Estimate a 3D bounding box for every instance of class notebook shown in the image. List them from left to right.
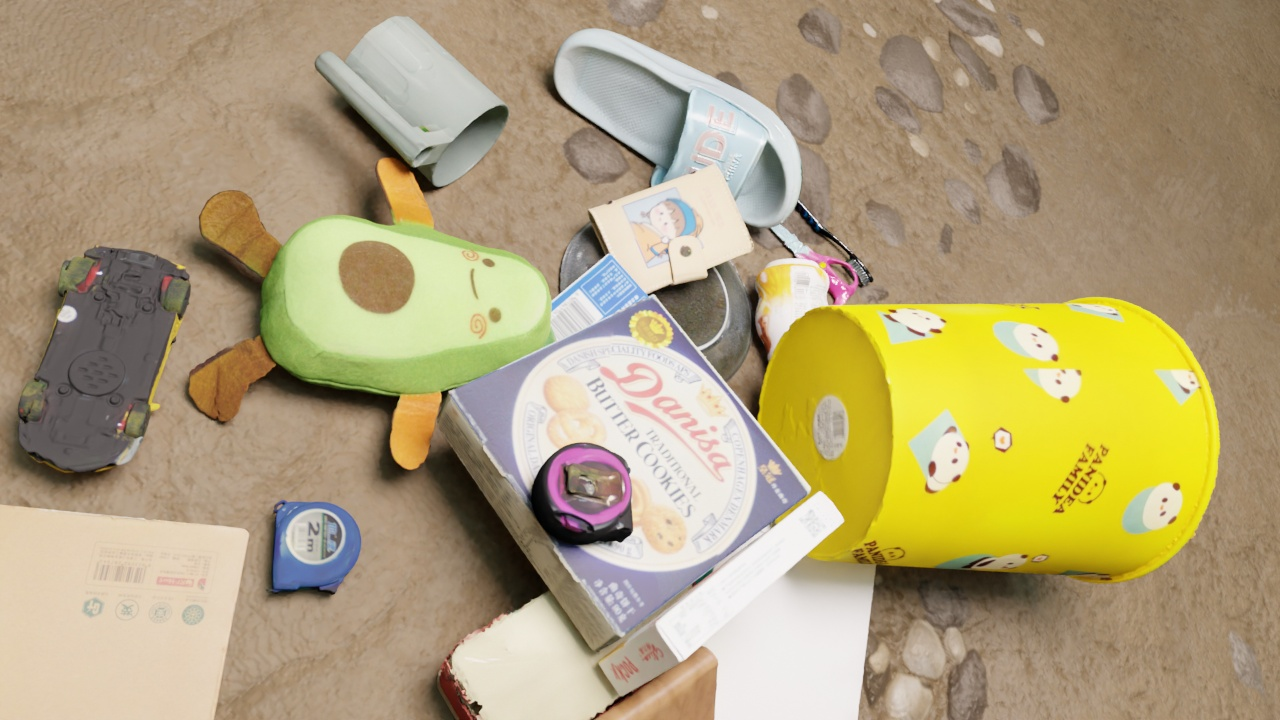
[{"bbox_3d":[-0.311,0.186,0.501,0.147,0.008,0.207,10,63,-20],"label":"notebook"},{"bbox_3d":[0.107,0.191,0.694,0.150,0.012,0.208,25,58,-11],"label":"notebook"}]

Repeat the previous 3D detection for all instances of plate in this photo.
[{"bbox_3d":[0.020,-0.054,0.761,0.179,0.024,0.179,10,63,-21],"label":"plate"}]

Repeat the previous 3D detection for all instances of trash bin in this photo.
[{"bbox_3d":[0.244,0.056,0.699,0.255,0.230,0.229,3,65,-20],"label":"trash bin"}]

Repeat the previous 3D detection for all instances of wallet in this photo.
[{"bbox_3d":[0.005,0.243,0.572,0.101,0.115,0.020,-25,39,-31],"label":"wallet"},{"bbox_3d":[0.026,-0.102,0.742,0.115,0.024,0.087,-21,79,-12],"label":"wallet"}]

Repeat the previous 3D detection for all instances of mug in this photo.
[{"bbox_3d":[-0.172,-0.194,0.689,0.103,0.084,0.123,44,25,2],"label":"mug"}]

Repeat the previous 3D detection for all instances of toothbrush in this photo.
[{"bbox_3d":[0.154,-0.142,0.874,0.016,0.014,0.189,-42,87,-10],"label":"toothbrush"}]

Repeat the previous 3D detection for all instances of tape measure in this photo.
[{"bbox_3d":[-0.204,0.117,0.574,0.054,0.025,0.058,5,69,-25],"label":"tape measure"},{"bbox_3d":[-0.033,0.076,0.531,0.057,0.039,0.057,8,58,-18],"label":"tape measure"}]

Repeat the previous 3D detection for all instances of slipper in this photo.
[{"bbox_3d":[0.030,-0.194,0.786,0.245,0.104,0.074,31,50,-4],"label":"slipper"}]

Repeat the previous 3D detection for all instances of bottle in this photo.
[{"bbox_3d":[0.129,-0.030,0.779,0.063,0.063,0.108,5,79,-23],"label":"bottle"}]

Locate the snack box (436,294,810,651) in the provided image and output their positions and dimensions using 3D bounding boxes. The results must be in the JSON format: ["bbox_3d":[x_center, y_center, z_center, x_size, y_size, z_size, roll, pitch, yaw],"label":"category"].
[{"bbox_3d":[-0.008,0.063,0.604,0.182,0.046,0.178,-29,74,-35],"label":"snack box"}]

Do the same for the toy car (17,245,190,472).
[{"bbox_3d":[-0.327,-0.003,0.562,0.071,0.041,0.155,13,60,-20],"label":"toy car"}]

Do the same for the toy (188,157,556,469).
[{"bbox_3d":[-0.172,-0.037,0.624,0.246,0.090,0.226,0,76,-21],"label":"toy"}]

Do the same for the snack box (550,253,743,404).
[{"bbox_3d":[-0.004,0.004,0.702,0.084,0.026,0.157,-41,88,-7],"label":"snack box"}]

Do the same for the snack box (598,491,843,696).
[{"bbox_3d":[0.052,0.140,0.560,0.156,0.085,0.027,-27,74,-38],"label":"snack box"}]

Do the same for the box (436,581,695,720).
[{"bbox_3d":[-0.038,0.180,0.583,0.168,0.077,0.091,-26,71,-31],"label":"box"}]

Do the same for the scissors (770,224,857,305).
[{"bbox_3d":[0.147,-0.105,0.852,0.133,0.017,0.057,46,66,5],"label":"scissors"}]
